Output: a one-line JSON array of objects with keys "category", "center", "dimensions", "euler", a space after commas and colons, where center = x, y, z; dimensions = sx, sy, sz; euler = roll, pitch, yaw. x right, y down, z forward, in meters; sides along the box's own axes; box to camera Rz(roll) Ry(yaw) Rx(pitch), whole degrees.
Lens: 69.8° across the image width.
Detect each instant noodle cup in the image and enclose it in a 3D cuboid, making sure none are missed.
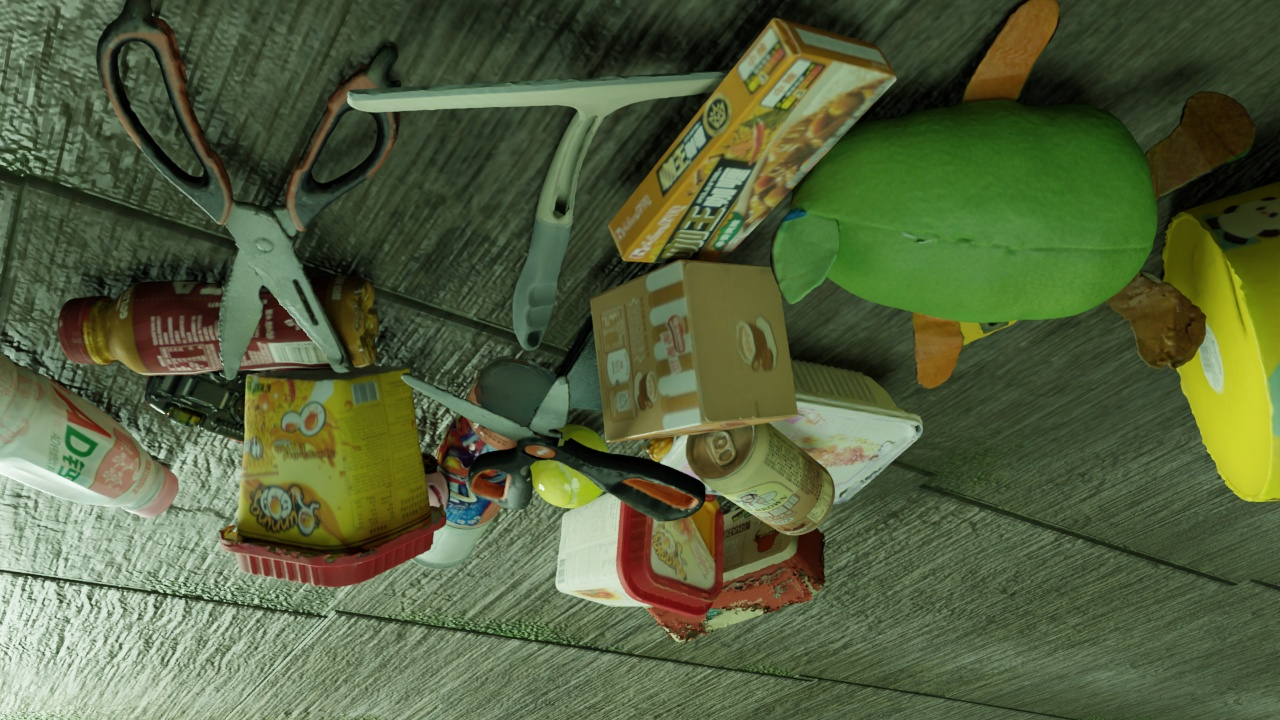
[{"category": "instant noodle cup", "center": [-0.004, 0.166, 0.810], "dimensions": [0.124, 0.116, 0.116], "euler": [-22, 143, 40]}, {"category": "instant noodle cup", "center": [0.108, 0.051, 0.704], "dimensions": [0.173, 0.060, 0.138], "euler": [11, 141, -20]}, {"category": "instant noodle cup", "center": [-0.197, 0.067, 0.591], "dimensions": [0.116, 0.124, 0.115], "euler": [2, -172, 24]}]

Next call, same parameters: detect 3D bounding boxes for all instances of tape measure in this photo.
[{"category": "tape measure", "center": [0.235, -0.037, 0.629], "dimensions": [0.060, 0.028, 0.057], "euler": [-27, 138, 25]}]

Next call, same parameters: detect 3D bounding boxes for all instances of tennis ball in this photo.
[{"category": "tennis ball", "center": [-0.055, 0.082, 0.717], "dimensions": [0.065, 0.065, 0.066], "euler": [-4, 144, -3]}]

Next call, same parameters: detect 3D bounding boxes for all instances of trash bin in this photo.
[{"category": "trash bin", "center": [0.468, -0.028, 0.525], "dimensions": [0.256, 0.229, 0.230], "euler": [-13, 144, 17]}]

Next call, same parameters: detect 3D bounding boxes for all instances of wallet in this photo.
[{"category": "wallet", "center": [-0.004, 0.004, 0.660], "dimensions": [0.097, 0.019, 0.121], "euler": [9, 143, -21]}]

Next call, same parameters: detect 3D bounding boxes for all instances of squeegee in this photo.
[{"category": "squeegee", "center": [-0.045, -0.082, 0.520], "dimensions": [0.246, 0.039, 0.247], "euler": [-12, 154, -24]}]

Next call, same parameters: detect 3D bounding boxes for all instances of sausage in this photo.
[{"category": "sausage", "center": [0.081, 0.078, 0.768], "dimensions": [0.165, 0.021, 0.022], "euler": [5, 142, -14]}]

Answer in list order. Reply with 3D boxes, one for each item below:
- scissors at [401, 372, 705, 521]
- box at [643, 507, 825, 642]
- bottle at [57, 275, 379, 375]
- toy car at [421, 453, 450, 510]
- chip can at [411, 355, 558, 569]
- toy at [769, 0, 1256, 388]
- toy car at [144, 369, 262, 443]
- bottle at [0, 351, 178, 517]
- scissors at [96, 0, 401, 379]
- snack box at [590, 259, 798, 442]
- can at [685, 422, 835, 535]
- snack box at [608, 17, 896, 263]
[{"category": "scissors", "center": [-0.055, 0.062, 0.563], "dimensions": [0.220, 0.021, 0.235], "euler": [20, 152, -23]}, {"category": "box", "center": [0.090, 0.202, 0.862], "dimensions": [0.169, 0.091, 0.080], "euler": [-27, 113, 26]}, {"category": "bottle", "center": [-0.252, -0.021, 0.556], "dimensions": [0.175, 0.057, 0.058], "euler": [-2, 144, -6]}, {"category": "toy car", "center": [-0.195, 0.079, 0.674], "dimensions": [0.122, 0.037, 0.056], "euler": [29, 128, 9]}, {"category": "chip can", "center": [-0.127, 0.084, 0.706], "dimensions": [0.071, 0.071, 0.215], "euler": [13, 139, -24]}, {"category": "toy", "center": [0.196, -0.079, 0.505], "dimensions": [0.247, 0.089, 0.227], "euler": [6, 115, 1]}, {"category": "toy car", "center": [-0.272, 0.028, 0.624], "dimensions": [0.120, 0.053, 0.045], "euler": [29, 173, -35]}, {"category": "bottle", "center": [-0.404, 0.057, 0.634], "dimensions": [0.068, 0.068, 0.197], "euler": [-14, 146, 10]}, {"category": "scissors", "center": [-0.197, -0.082, 0.475], "dimensions": [0.189, 0.015, 0.227], "euler": [32, 113, -30]}, {"category": "snack box", "center": [0.030, -0.003, 0.554], "dimensions": [0.077, 0.092, 0.095], "euler": [-1, 170, -37]}, {"category": "can", "center": [0.085, 0.077, 0.636], "dimensions": [0.059, 0.058, 0.116], "euler": [-27, 139, 25]}, {"category": "snack box", "center": [0.053, -0.105, 0.474], "dimensions": [0.075, 0.026, 0.154], "euler": [-3, 151, -38]}]
